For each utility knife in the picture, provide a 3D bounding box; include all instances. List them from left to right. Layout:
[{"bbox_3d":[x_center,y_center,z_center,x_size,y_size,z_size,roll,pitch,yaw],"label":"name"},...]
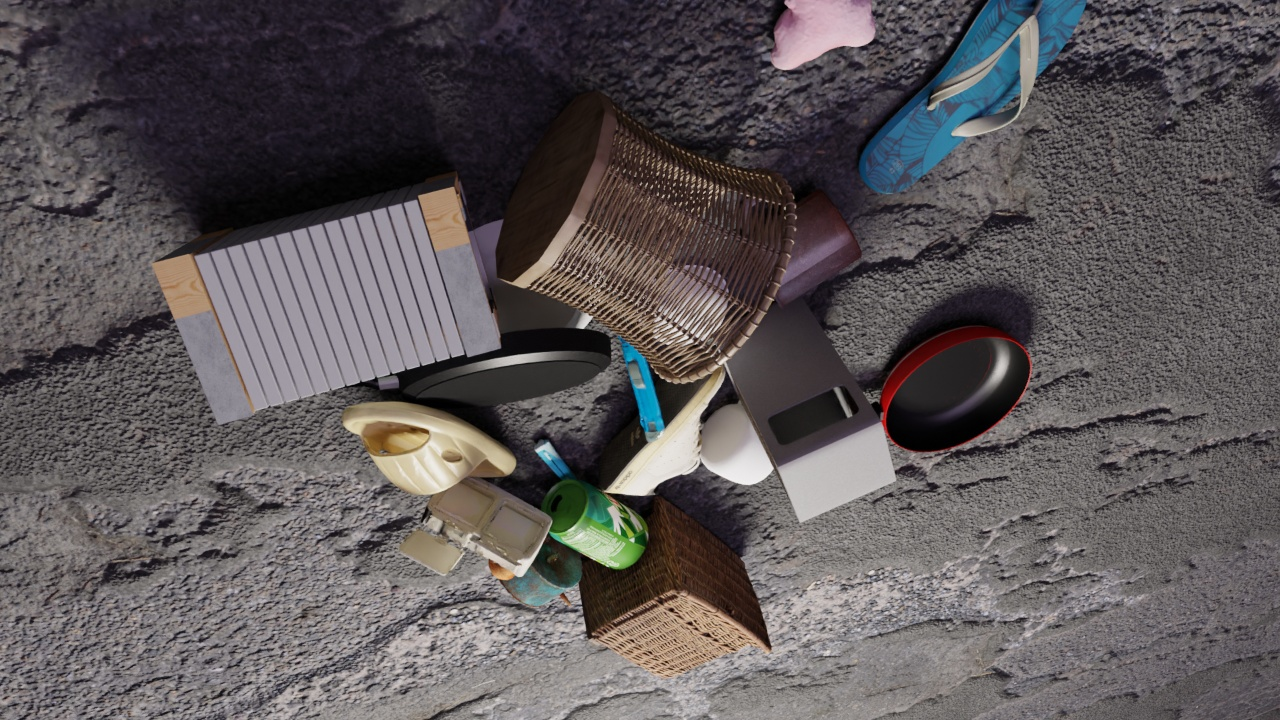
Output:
[{"bbox_3d":[-0.103,0.137,1.183,0.022,0.015,0.118,-23,137,10],"label":"utility knife"},{"bbox_3d":[-0.006,0.006,1.045,0.031,0.015,0.196,-8,108,26],"label":"utility knife"}]

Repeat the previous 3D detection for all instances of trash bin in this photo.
[{"bbox_3d":[-0.266,-0.064,0.827,0.247,0.142,0.142,-15,109,-5],"label":"trash bin"},{"bbox_3d":[0.182,0.049,1.053,0.114,0.228,0.114,-25,134,3],"label":"trash bin"}]

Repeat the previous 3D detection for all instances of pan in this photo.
[{"bbox_3d":[-0.203,0.020,0.945,0.356,0.034,0.226,-8,168,-15],"label":"pan"},{"bbox_3d":[0.351,0.059,1.232,0.356,0.067,0.209,-15,133,-5],"label":"pan"}]

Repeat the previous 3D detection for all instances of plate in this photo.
[{"bbox_3d":[-0.130,-0.069,0.988,0.188,0.016,0.189,-10,133,-11],"label":"plate"}]

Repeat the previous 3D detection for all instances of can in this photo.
[{"bbox_3d":[-0.060,0.216,1.212,0.083,0.083,0.144,-36,137,14],"label":"can"}]

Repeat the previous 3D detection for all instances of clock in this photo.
[{"bbox_3d":[-0.145,0.247,1.197,0.073,0.121,0.157,-38,125,21],"label":"clock"}]

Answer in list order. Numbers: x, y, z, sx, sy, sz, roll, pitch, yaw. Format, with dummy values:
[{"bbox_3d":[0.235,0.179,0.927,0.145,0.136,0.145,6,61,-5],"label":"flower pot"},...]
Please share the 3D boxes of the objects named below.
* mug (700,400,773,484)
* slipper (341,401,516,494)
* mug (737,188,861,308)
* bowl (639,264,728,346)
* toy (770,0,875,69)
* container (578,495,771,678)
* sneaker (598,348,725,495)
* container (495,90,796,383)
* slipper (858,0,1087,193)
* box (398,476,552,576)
[{"bbox_3d":[0.130,0.097,1.181,0.068,0.094,0.115,27,80,-34],"label":"mug"},{"bbox_3d":[-0.223,0.111,1.021,0.111,0.079,0.261,-8,159,21],"label":"slipper"},{"bbox_3d":[0.164,-0.134,0.992,0.110,0.096,0.123,-33,102,4],"label":"mug"},{"bbox_3d":[0.054,-0.052,1.049,0.110,0.040,0.110,-10,133,-11],"label":"bowl"},{"bbox_3d":[0.165,-0.317,0.843,0.102,0.050,0.093,-21,137,5],"label":"toy"},{"bbox_3d":[0.040,0.347,1.325,0.183,0.162,0.250,-33,132,16],"label":"container"},{"bbox_3d":[0.046,0.092,1.140,0.102,0.088,0.242,24,124,-24],"label":"sneaker"},{"bbox_3d":[-0.004,-0.118,0.858,0.196,0.226,0.227,24,119,-26],"label":"container"},{"bbox_3d":[0.349,-0.279,0.937,0.118,0.060,0.296,24,119,-38],"label":"slipper"},{"bbox_3d":[-0.187,0.200,1.077,0.145,0.185,0.066,27,100,-1],"label":"box"}]
